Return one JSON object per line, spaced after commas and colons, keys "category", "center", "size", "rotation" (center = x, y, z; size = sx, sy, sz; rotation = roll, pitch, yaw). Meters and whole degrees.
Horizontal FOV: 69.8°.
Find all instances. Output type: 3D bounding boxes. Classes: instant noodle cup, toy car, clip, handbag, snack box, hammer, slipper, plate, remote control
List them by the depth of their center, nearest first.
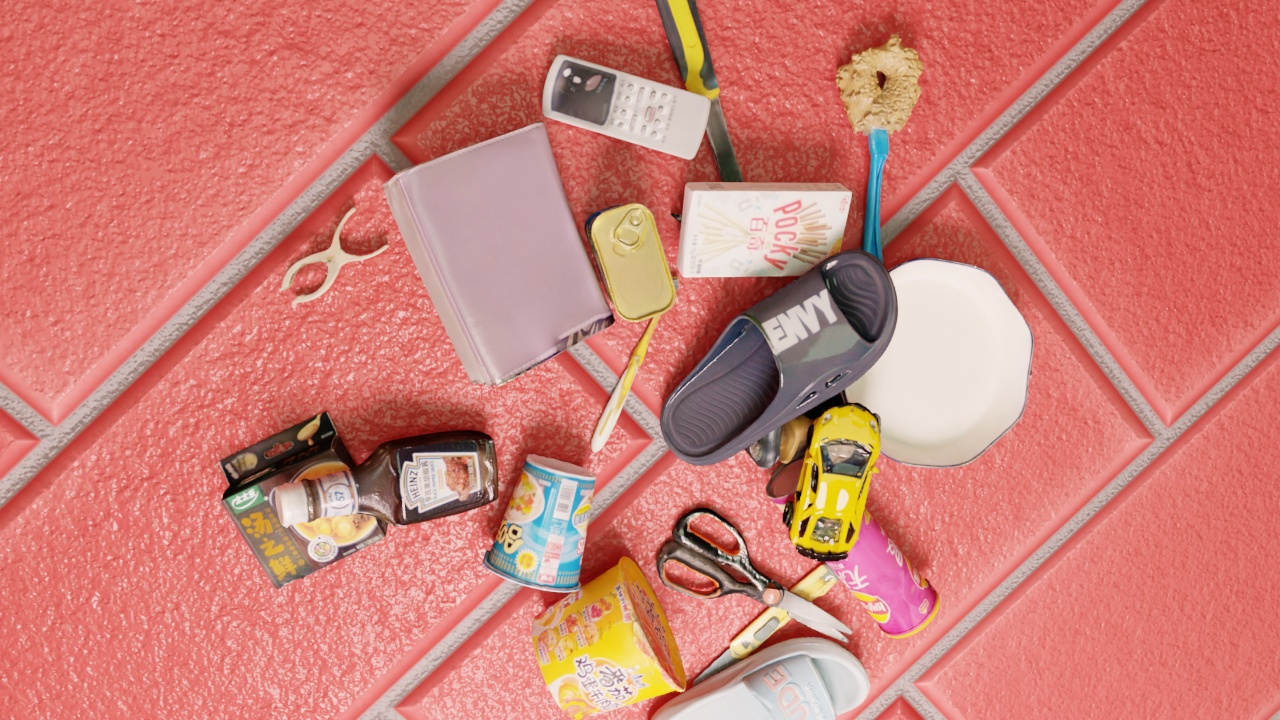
{"category": "handbag", "center": [-0.122, -0.095, 0.817], "size": [0.144, 0.098, 0.197], "rotation": [-26, 103, -20]}
{"category": "remote control", "center": [-0.014, -0.229, 0.826], "size": [0.150, 0.021, 0.058], "rotation": [17, 105, 4]}
{"category": "clip", "center": [-0.279, -0.089, 0.829], "size": [0.100, 0.035, 0.071], "rotation": [-44, 104, -8]}
{"category": "slipper", "center": [0.119, 0.004, 0.844], "size": [0.269, 0.083, 0.110], "rotation": [-40, 72, 17]}
{"category": "hammer", "center": [0.053, -0.260, 0.847], "size": [0.126, 0.032, 0.323], "rotation": [-21, 104, -5]}
{"category": "snack box", "center": [0.114, -0.122, 0.855], "size": [0.156, 0.027, 0.085], "rotation": [-2, 119, -14]}
{"category": "toy car", "center": [0.181, 0.114, 0.859], "size": [0.071, 0.041, 0.156], "rotation": [10, 107, -3]}
{"category": "snack box", "center": [-0.317, 0.131, 0.859], "size": [0.113, 0.053, 0.126], "rotation": [-26, 109, -4]}
{"category": "instant noodle cup", "center": [-0.090, 0.152, 0.878], "size": [0.099, 0.099, 0.110], "rotation": [16, 91, -12]}
{"category": "instant noodle cup", "center": [-0.034, 0.276, 0.892], "size": [0.110, 0.138, 0.138], "rotation": [-26, 104, 5]}
{"category": "plate", "center": [0.282, 0.002, 0.899], "size": [0.204, 0.045, 0.205], "rotation": [0, 90, -11]}
{"category": "slipper", "center": [0.124, 0.369, 0.956], "size": [0.245, 0.074, 0.104], "rotation": [-21, 111, -4]}

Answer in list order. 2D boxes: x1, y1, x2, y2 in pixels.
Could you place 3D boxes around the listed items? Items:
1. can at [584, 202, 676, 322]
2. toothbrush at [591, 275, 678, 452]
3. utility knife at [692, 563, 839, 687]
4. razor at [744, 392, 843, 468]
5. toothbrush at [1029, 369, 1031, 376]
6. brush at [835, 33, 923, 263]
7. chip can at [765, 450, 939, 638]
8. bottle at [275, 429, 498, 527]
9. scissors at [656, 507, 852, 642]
{"category": "can", "center": [-0.012, -0.092, 0.843], "size": [0.057, 0.083, 0.102], "rotation": [-20, 103, -6]}
{"category": "toothbrush", "center": [-0.005, 0.005, 0.897], "size": [0.016, 0.018, 0.191], "rotation": [24, 96, -11]}
{"category": "utility knife", "center": [0.133, 0.286, 0.980], "size": [0.211, 0.022, 0.031], "rotation": [-40, 100, 5]}
{"category": "razor", "center": [0.181, 0.056, 0.921], "size": [0.167, 0.062, 0.068], "rotation": [-20, 127, -10]}
{"category": "toothbrush", "center": [0.306, -0.010, 0.942], "size": [0.212, 0.027, 0.026], "rotation": [13, 83, -12]}
{"category": "brush", "center": [0.229, -0.183, 0.892], "size": [0.083, 0.046, 0.255], "rotation": [-6, 106, -12]}
{"category": "chip can", "center": [0.218, 0.189, 0.942], "size": [0.071, 0.071, 0.210], "rotation": [-41, 104, 0]}
{"category": "bottle", "center": [-0.227, 0.113, 0.834], "size": [0.194, 0.044, 0.080], "rotation": [-8, 101, -30]}
{"category": "scissors", "center": [0.132, 0.224, 0.952], "size": [0.235, 0.021, 0.142], "rotation": [9, 97, -6]}
